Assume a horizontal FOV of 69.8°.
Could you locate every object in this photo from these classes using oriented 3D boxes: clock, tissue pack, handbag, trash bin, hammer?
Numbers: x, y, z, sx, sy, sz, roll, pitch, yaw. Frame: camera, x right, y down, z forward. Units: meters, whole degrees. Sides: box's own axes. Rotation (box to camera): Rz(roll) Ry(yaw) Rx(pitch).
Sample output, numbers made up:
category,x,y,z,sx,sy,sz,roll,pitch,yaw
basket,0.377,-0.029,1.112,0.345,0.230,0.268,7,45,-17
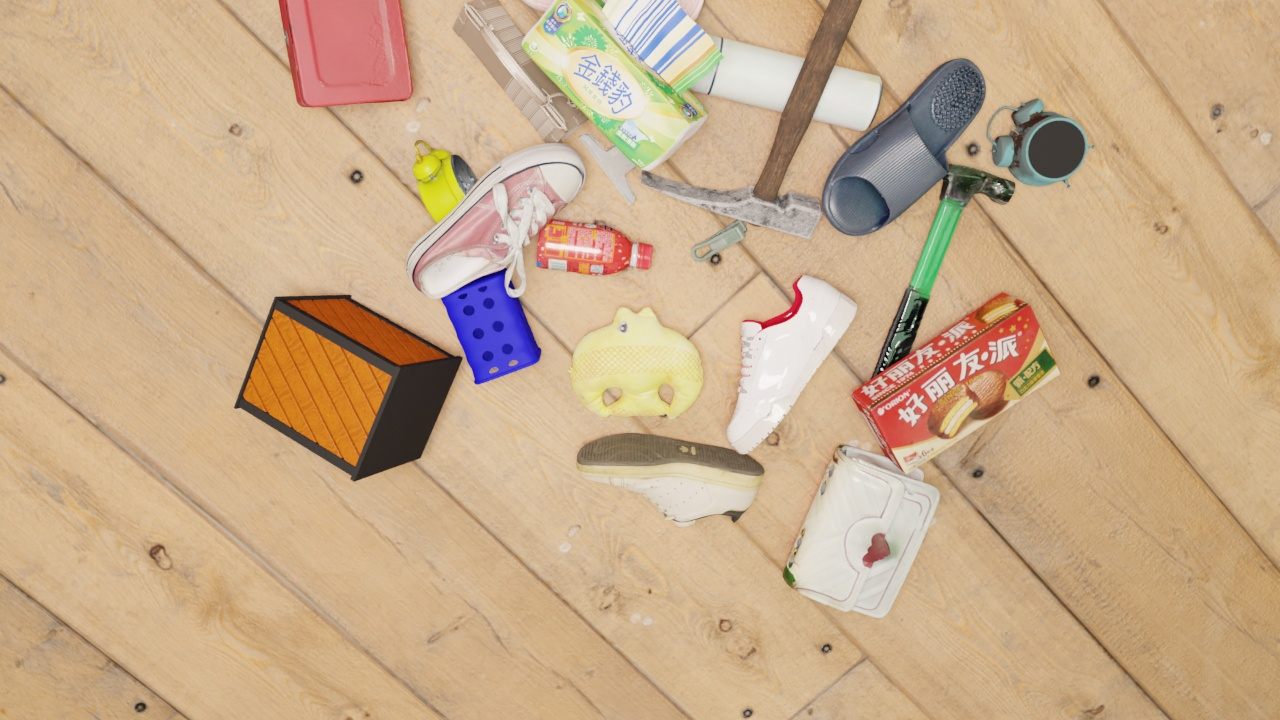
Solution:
category,x,y,z,sx,sy,sz,roll,pitch,yaw
clock,-0.224,-0.205,1.070,0.057,0.083,0.119,-26,106,11
tissue pack,-0.003,-0.320,0.972,0.197,0.120,0.142,43,116,-10
handbag,-0.134,-0.312,0.985,0.062,0.197,0.175,-38,103,7
trash bin,-0.335,0.025,1.066,0.172,0.139,0.140,28,102,13
clock,0.475,-0.261,1.099,0.124,0.053,0.090,26,101,-6
hammer,0.348,-0.088,1.150,0.130,0.032,0.319,16,104,-7
hammer,0.142,-0.291,1.024,0.217,0.037,0.301,15,128,-7
handbag,0.284,0.222,1.194,0.142,0.096,0.199,17,105,-6

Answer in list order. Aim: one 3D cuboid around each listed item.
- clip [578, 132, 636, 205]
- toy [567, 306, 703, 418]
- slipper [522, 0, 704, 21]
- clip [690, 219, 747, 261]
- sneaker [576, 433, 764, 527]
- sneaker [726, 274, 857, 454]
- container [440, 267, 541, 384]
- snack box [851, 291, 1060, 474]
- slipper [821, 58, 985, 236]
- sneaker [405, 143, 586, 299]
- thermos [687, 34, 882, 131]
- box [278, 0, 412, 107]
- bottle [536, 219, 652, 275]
category,x,y,z,sx,sy,sz,roll,pitch,yaw
clip,-0.024,-0.240,1.094,0.054,0.043,0.101,-34,105,19
toy,-0.007,0.007,1.145,0.170,0.064,0.155,1,117,4
slipper,-0.036,-0.422,1.035,0.221,0.055,0.107,11,105,6
clip,0.095,-0.145,1.126,0.076,0.061,0.023,-29,102,21
sneaker,0.033,0.161,1.179,0.241,0.088,0.102,7,112,-9
sneaker,0.159,-0.002,1.139,0.104,0.090,0.237,34,102,-1
container,-0.180,-0.044,1.112,0.084,0.085,0.113,-20,103,2
snack box,0.394,0.028,1.148,0.236,0.060,0.113,-33,113,0
slipper,0.321,-0.243,1.051,0.263,0.082,0.101,-47,114,-8
sneaker,-0.151,-0.148,1.025,0.241,0.088,0.118,-40,138,-4
thermos,0.160,-0.323,1.063,0.230,0.068,0.068,12,103,-4
box,-0.322,-0.360,1.006,0.137,0.127,0.157,-7,105,-6
bottle,-0.055,-0.133,1.106,0.137,0.062,0.062,7,104,-5
